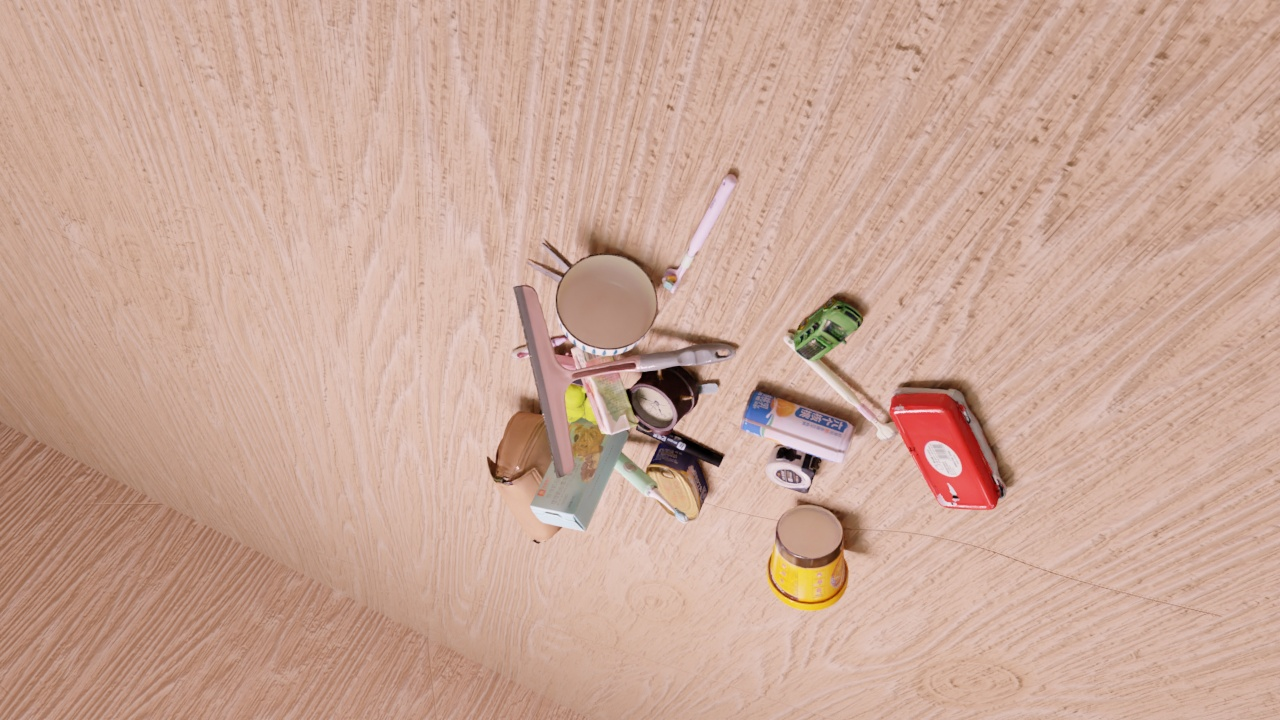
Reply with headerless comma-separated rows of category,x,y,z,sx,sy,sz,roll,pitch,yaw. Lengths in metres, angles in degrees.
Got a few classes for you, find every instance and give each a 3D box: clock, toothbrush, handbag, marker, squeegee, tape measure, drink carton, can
clock,0.023,0.053,1.193,0.082,0.055,0.122,42,138,1
toothbrush,0.232,0.030,1.063,0.189,0.020,0.029,41,115,-18
handbag,-0.165,0.179,1.436,0.100,0.147,0.205,5,137,28
toothbrush,-0.122,-0.020,1.250,0.188,0.017,0.016,-15,126,46
toothbrush,-0.003,0.171,1.329,0.224,0.026,0.027,37,159,42
marker,0.056,0.118,1.311,0.132,0.020,0.022,25,176,3
toothbrush,0.061,-0.132,0.962,0.021,0.029,0.190,-7,154,-23
squeegee,-0.007,0.007,1.125,0.250,0.040,0.248,-9,102,8
tape measure,0.202,0.143,1.226,0.066,0.033,0.066,19,145,9
drink carton,-0.049,0.034,1.181,0.053,0.045,0.122,174,77,-73
can,0.056,0.181,1.369,0.075,0.049,0.148,8,143,27
can,0.194,0.082,1.129,0.135,0.053,0.053,19,146,13

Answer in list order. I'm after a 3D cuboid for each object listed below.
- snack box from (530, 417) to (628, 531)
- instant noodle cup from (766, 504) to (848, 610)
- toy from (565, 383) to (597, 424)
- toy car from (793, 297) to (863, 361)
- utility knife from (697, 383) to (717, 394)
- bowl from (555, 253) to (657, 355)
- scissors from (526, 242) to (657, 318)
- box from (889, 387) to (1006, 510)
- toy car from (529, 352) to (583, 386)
snack box,-0.086,0.157,1.324,0.074,0.174,0.052,7,145,28
instant noodle cup,0.240,0.278,1.317,0.118,0.118,0.115,13,137,22
toy,-0.091,0.060,1.322,0.100,0.031,0.097,26,134,9
toy car,0.200,-0.032,0.986,0.043,0.036,0.091,33,143,-6
utility knife,0.032,0.045,1.232,0.187,0.013,0.029,-11,130,44
bowl,-0.041,-0.057,1.057,0.116,0.116,0.066,27,162,2
scissors,-0.057,-0.078,1.126,0.160,0.014,0.178,6,141,28
box,0.357,0.101,1.057,0.087,0.046,0.201,-4,136,39
toy car,-0.094,0.012,1.253,0.122,0.037,0.056,11,156,28
